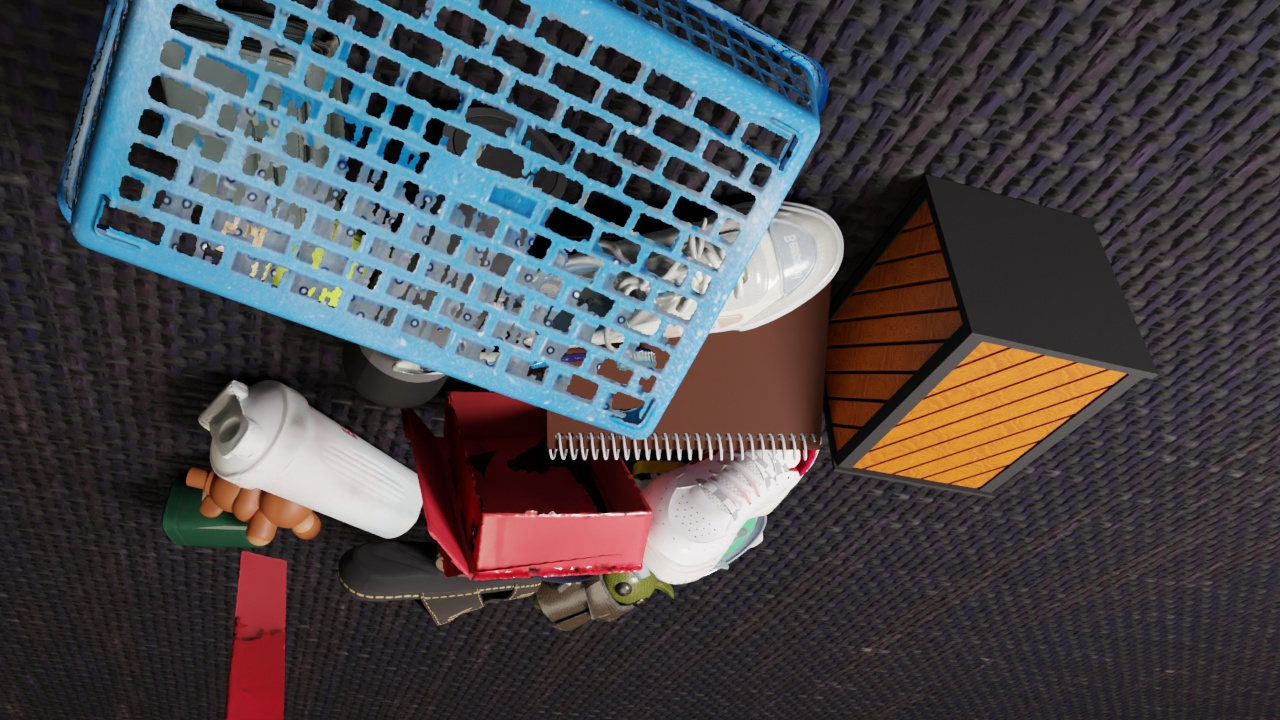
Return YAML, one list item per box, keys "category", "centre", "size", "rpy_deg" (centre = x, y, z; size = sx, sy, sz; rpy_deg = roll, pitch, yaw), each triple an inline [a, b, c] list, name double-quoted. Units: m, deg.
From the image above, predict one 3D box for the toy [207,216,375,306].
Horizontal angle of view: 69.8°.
- category: "toy"
  centre: [-0.248, -0.078, 0.652]
  size: [0.115, 0.046, 0.092]
  rpy_deg: [24, 136, -19]

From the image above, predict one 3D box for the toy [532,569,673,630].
- category: "toy"
  centre: [-0.052, 0.268, 1.088]
  size: [0.153, 0.078, 0.179]
  rpy_deg: [-23, 136, 21]

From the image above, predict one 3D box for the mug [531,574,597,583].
- category: "mug"
  centre: [-0.063, 0.162, 0.932]
  size: [0.112, 0.096, 0.078]
  rpy_deg: [-19, 140, 23]

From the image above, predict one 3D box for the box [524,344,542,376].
- category: "box"
  centre: [-0.004, 0.002, 0.742]
  size: [0.187, 0.082, 0.042]
  rpy_deg: [2, 139, -2]

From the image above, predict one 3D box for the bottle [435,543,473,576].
- category: "bottle"
  centre: [-0.170, 0.156, 0.915]
  size: [0.056, 0.105, 0.056]
  rpy_deg: [0, 143, 0]

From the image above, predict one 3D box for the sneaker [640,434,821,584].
- category: "sneaker"
  centre: [0.084, 0.100, 0.787]
  size: [0.235, 0.090, 0.105]
  rpy_deg: [-20, 154, -51]

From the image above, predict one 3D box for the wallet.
- category: "wallet"
  centre: [-0.234, -0.147, 0.560]
  size: [0.100, 0.054, 0.132]
  rpy_deg: [5, 138, -10]

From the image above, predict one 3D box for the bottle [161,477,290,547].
- category: "bottle"
  centre: [-0.414, 0.158, 0.949]
  size: [0.131, 0.061, 0.061]
  rpy_deg: [2, 145, -4]

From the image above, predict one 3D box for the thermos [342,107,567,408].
- category: "thermos"
  centre: [-0.139, -0.061, 0.646]
  size: [0.082, 0.082, 0.241]
  rpy_deg: [17, 140, -23]

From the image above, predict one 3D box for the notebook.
- category: "notebook"
  centre: [0.034, -0.007, 0.690]
  size: [0.209, 0.022, 0.172]
  rpy_deg: [0, 104, -2]

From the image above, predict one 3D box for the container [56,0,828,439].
- category: "container"
  centre: [-0.092, -0.104, 0.476]
  size: [0.362, 0.089, 0.258]
  rpy_deg: [21, 110, -20]

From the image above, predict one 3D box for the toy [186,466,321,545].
- category: "toy"
  centre: [-0.377, 0.131, 0.903]
  size: [0.128, 0.094, 0.065]
  rpy_deg: [14, 166, 0]

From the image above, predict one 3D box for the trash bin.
- category: "trash bin"
  centre: [0.235, -0.011, 0.672]
  size: [0.139, 0.139, 0.172]
  rpy_deg: [11, 142, -15]

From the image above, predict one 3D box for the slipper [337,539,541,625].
- category: "slipper"
  centre: [-0.204, 0.232, 0.965]
  size: [0.267, 0.113, 0.076]
  rpy_deg: [10, 107, -54]

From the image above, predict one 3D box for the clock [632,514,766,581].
- category: "clock"
  centre: [0.042, 0.165, 0.889]
  size: [0.161, 0.075, 0.122]
  rpy_deg: [-7, 139, -30]

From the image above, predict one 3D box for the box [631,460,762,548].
- category: "box"
  centre: [0.067, 0.162, 0.998]
  size: [0.130, 0.036, 0.210]
  rpy_deg: [-9, 142, 5]

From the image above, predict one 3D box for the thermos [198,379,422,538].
- category: "thermos"
  centre: [-0.299, 0.096, 0.849]
  size: [0.099, 0.099, 0.220]
  rpy_deg: [-18, 144, 22]

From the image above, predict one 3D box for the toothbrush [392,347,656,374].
- category: "toothbrush"
  centre: [-0.082, 0.003, 0.659]
  size: [0.189, 0.017, 0.016]
  rpy_deg: [-2, 133, -8]

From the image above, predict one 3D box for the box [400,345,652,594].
- category: "box"
  centre: [-0.089, 0.090, 0.737]
  size: [0.164, 0.214, 0.153]
  rpy_deg: [-40, 119, -1]

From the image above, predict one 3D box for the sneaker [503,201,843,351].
- category: "sneaker"
  centre: [0.024, -0.050, 0.622]
  size: [0.242, 0.090, 0.089]
  rpy_deg: [-12, 102, 1]
